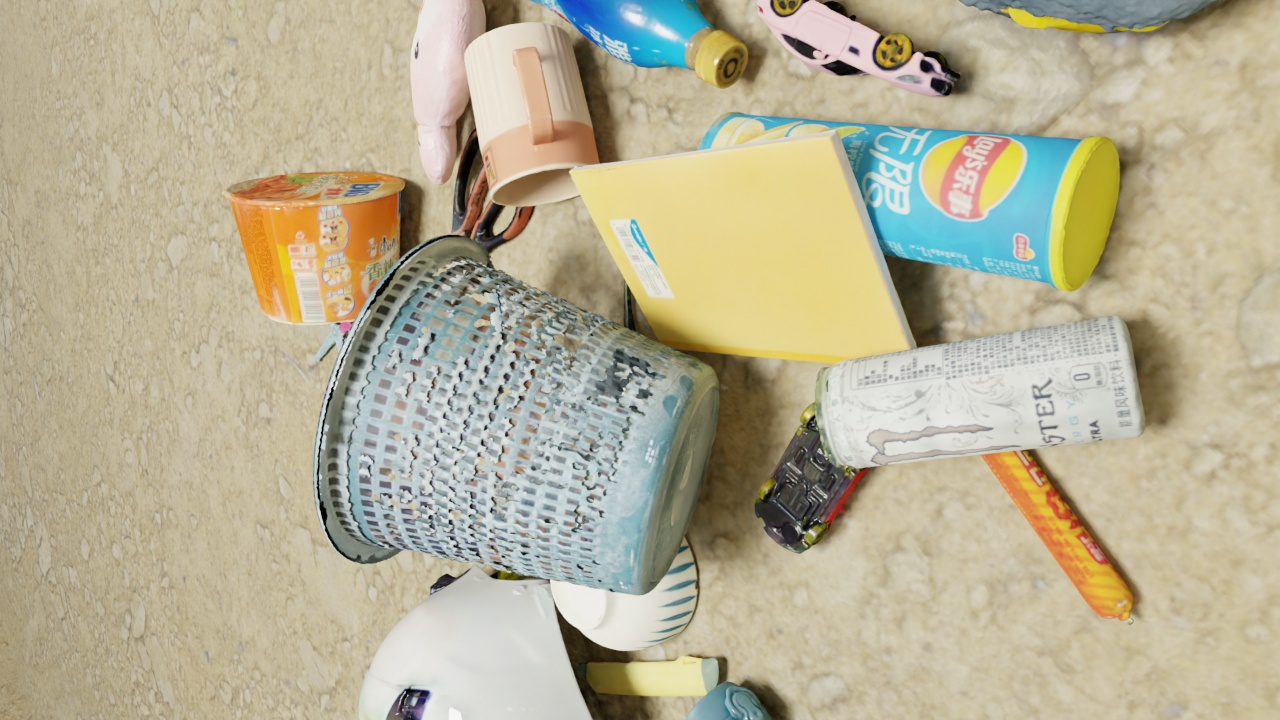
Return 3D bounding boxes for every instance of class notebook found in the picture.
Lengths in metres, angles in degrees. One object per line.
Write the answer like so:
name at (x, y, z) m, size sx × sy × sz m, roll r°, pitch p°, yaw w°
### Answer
notebook at (0.054, -0.059, 0.540) m, size 0.207 × 0.010 × 0.146 m, roll 6°, pitch 133°, yaw 49°

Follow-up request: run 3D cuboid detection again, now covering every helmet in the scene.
helmet at (-0.139, 0.294, 0.726) m, size 0.259 × 0.145 × 0.229 m, roll -17°, pitch 94°, yaw 51°

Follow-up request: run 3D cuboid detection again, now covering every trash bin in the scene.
trash bin at (-0.061, 0.051, 0.593) m, size 0.195 × 0.226 × 0.227 m, roll 16°, pitch 110°, yaw 14°

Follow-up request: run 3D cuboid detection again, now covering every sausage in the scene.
sausage at (0.202, 0.065, 0.481) m, size 0.022 × 0.021 × 0.165 m, roll -46°, pitch 67°, yaw 37°

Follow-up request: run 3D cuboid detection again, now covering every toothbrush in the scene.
toothbrush at (-0.004, 0.004, 0.666) m, size 0.017 × 0.012 × 0.186 m, roll 5°, pitch 101°, yaw 31°

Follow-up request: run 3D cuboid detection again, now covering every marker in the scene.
marker at (-0.129, 0.198, 0.812) m, size 0.124 × 0.015 × 0.018 m, roll -33°, pitch 72°, yaw 42°

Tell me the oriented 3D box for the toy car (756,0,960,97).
toy car at (0.114, -0.170, 0.498) m, size 0.122 × 0.056 × 0.037 m, roll 40°, pitch 118°, yaw 30°

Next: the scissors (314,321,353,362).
scissors at (-0.307, -0.034, 0.935) m, size 0.136 × 0.017 × 0.133 m, roll -13°, pitch 93°, yaw 41°

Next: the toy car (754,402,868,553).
toy car at (0.108, 0.071, 0.562) m, size 0.049 × 0.031 × 0.106 m, roll 42°, pitch 122°, yaw 30°

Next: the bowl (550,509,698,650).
bowl at (-0.023, 0.160, 0.673) m, size 0.117 × 0.066 × 0.116 m, roll 8°, pitch 103°, yaw 42°

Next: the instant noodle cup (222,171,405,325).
instant noodle cup at (-0.283, -0.102, 0.819) m, size 0.151 × 0.151 × 0.111 m, roll 18°, pitch 117°, yaw 39°

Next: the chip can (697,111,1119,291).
chip can at (0.130, -0.091, 0.487) m, size 0.210 × 0.071 × 0.071 m, roll 18°, pitch 109°, yaw 40°

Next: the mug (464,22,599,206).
mug at (-0.076, -0.175, 0.639) m, size 0.114 × 0.081 × 0.106 m, roll 131°, pitch 127°, yaw -83°

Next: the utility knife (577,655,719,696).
utility knife at (0.002, 0.240, 0.699) m, size 0.163 × 0.018 × 0.031 m, roll -19°, pitch 80°, yaw 41°

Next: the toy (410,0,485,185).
toy at (-0.154, -0.222, 0.721) m, size 0.121 × 0.054 × 0.160 m, roll -110°, pitch 29°, yaw -56°

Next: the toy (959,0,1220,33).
toy at (0.201, -0.214, 0.399) m, size 0.356 × 0.091 × 0.138 m, roll 29°, pitch 88°, yaw 34°

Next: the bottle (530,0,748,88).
bottle at (-0.016, -0.238, 0.600) m, size 0.219 × 0.065 × 0.065 m, roll 41°, pitch 122°, yaw 29°

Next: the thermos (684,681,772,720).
thermos at (0.111, 0.304, 0.578) m, size 0.220 × 0.070 × 0.070 m, roll 46°, pitch 125°, yaw 27°

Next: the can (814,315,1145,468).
can at (0.165, 0.018, 0.458) m, size 0.147 × 0.058 × 0.058 m, roll -11°, pitch 90°, yaw 26°

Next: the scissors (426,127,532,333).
scissors at (-0.139, -0.089, 0.771) m, size 0.194 × 0.015 × 0.206 m, roll 1°, pitch 98°, yaw 42°
